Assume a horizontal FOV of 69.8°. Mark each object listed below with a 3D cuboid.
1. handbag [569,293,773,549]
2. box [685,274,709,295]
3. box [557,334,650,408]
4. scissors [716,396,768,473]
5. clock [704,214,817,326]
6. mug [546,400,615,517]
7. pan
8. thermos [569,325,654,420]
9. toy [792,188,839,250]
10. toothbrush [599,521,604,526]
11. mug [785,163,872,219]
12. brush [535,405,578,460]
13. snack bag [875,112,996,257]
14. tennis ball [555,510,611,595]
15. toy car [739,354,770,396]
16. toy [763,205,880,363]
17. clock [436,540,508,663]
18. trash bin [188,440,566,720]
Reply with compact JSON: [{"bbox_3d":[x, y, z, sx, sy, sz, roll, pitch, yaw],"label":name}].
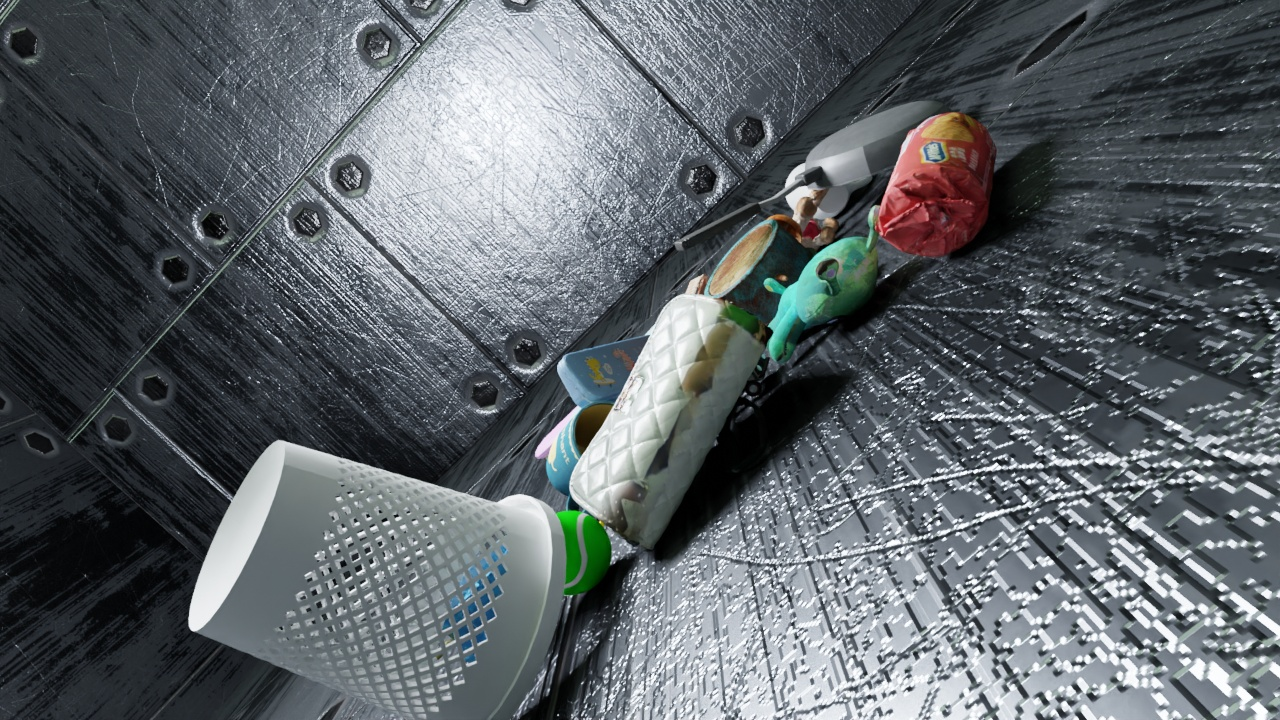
[{"bbox_3d":[0.016,0.044,0.720,0.194,0.072,0.139,-61,17,-7],"label":"handbag"},{"bbox_3d":[0.065,-0.028,1.035,0.048,0.085,0.186,-14,26,22],"label":"box"},{"bbox_3d":[-0.005,0.004,1.006,0.209,0.066,0.037,-13,-25,-51],"label":"box"},{"bbox_3d":[0.042,0.075,0.743,0.202,0.015,0.202,-57,15,7],"label":"scissors"},{"bbox_3d":[0.138,-0.099,1.018,0.122,0.073,0.157,-41,20,35],"label":"clock"},{"bbox_3d":[-0.052,0.111,0.936,0.104,0.084,0.112,-42,36,54],"label":"mug"},{"bbox_3d":[0.190,-0.206,1.008,0.356,0.041,0.179,-29,15,-15],"label":"pan"},{"bbox_3d":[-0.004,0.025,1.154,0.206,0.065,0.078,-47,-12,-18],"label":"thermos"},{"bbox_3d":[0.185,-0.161,1.095,0.106,0.074,0.085,-27,23,38],"label":"toy"},{"bbox_3d":[-0.020,0.128,0.851,0.135,0.016,0.021,-47,3,-16],"label":"toothbrush"},{"bbox_3d":[0.249,-0.221,1.176,0.107,0.071,0.089,-17,17,-1],"label":"mug"},{"bbox_3d":[-0.056,0.067,1.298,0.229,0.043,0.089,-44,7,9],"label":"brush"},{"bbox_3d":[0.230,-0.134,0.708,0.083,0.082,0.175,-40,9,37],"label":"snack bag"},{"bbox_3d":[-0.055,0.151,0.722,0.065,0.065,0.065,-44,7,7],"label":"tennis ball"},{"bbox_3d":[0.074,0.026,0.814,0.092,0.037,0.040,-41,8,27],"label":"toy car"},{"bbox_3d":[0.149,-0.061,0.784,0.130,0.072,0.194,-47,-2,-19],"label":"toy"},{"bbox_3d":[-0.125,0.204,0.833,0.117,0.060,0.161,-43,10,19],"label":"clock"},{"bbox_3d":[-0.191,0.157,0.656,0.196,0.199,0.195,-40,35,35],"label":"trash bin"}]
